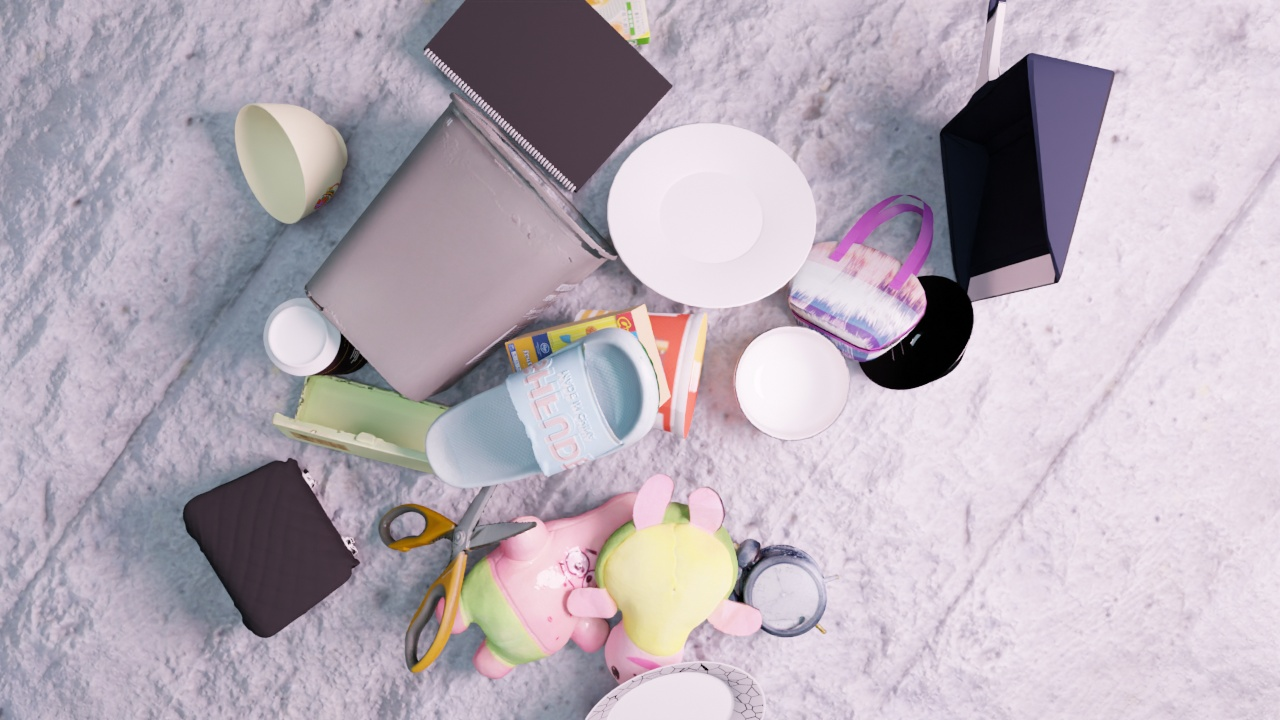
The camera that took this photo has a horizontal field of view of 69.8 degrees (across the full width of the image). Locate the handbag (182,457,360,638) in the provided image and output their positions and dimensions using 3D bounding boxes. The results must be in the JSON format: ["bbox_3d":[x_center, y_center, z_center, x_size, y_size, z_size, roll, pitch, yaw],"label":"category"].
[{"bbox_3d":[-0.368,0.186,0.930,0.124,0.115,0.153,-32,86,-23],"label":"handbag"}]

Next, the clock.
[{"bbox_3d":[0.131,0.230,0.928,0.129,0.052,0.090,12,90,5],"label":"clock"}]

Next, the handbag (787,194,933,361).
[{"bbox_3d":[0.233,-0.092,0.917,0.144,0.068,0.169,31,79,26],"label":"handbag"}]

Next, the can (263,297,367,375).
[{"bbox_3d":[-0.309,-0.021,0.894,0.072,0.128,0.072,0,90,1],"label":"can"}]

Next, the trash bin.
[{"bbox_3d":[-0.170,-0.094,0.869,0.220,0.197,0.197,-43,91,6],"label":"trash bin"}]

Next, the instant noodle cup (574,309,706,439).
[{"bbox_3d":[-0.005,0.005,0.901,0.121,0.123,0.123,9,90,8],"label":"instant noodle cup"}]

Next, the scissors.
[{"bbox_3d":[-0.184,0.190,0.875,0.226,0.016,0.224,-12,64,36],"label":"scissors"}]

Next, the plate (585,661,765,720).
[{"bbox_3d":[0.030,0.355,0.905,0.188,0.016,0.189,-7,124,-11],"label":"plate"}]

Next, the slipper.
[{"bbox_3d":[-0.092,0.056,0.797,0.246,0.074,0.104,-22,96,23],"label":"slipper"}]

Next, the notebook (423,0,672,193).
[{"bbox_3d":[-0.093,-0.294,0.927,0.206,0.016,0.149,43,96,-7],"label":"notebook"}]

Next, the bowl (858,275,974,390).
[{"bbox_3d":[0.283,-0.018,0.912,0.052,0.124,0.124,31,90,-38],"label":"bowl"}]

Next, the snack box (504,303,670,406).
[{"bbox_3d":[-0.048,0.008,0.833,0.126,0.040,0.088,-13,99,21],"label":"snack box"}]

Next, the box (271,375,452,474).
[{"bbox_3d":[-0.259,0.061,0.930,0.188,0.092,0.083,15,67,-2],"label":"box"}]

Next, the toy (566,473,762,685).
[{"bbox_3d":[0.023,0.223,0.892,0.190,0.087,0.238,5,108,-11],"label":"toy"}]

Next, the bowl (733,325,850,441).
[{"bbox_3d":[0.147,0.022,0.920,0.113,0.063,0.113,0,90,0],"label":"bowl"}]

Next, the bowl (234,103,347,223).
[{"bbox_3d":[-0.338,-0.204,0.917,0.073,0.118,0.118,-32,89,-42],"label":"bowl"}]

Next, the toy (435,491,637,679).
[{"bbox_3d":[-0.082,0.215,0.910,0.236,0.097,0.192,-37,122,-11],"label":"toy"}]

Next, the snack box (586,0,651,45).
[{"bbox_3d":[-0.081,-0.381,0.942,0.168,0.027,0.132,-9,91,1],"label":"snack box"}]

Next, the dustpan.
[{"bbox_3d":[0.327,-0.201,0.832,0.080,0.236,0.273,15,90,2],"label":"dustpan"}]

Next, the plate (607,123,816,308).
[{"bbox_3d":[0.071,-0.146,0.922,0.208,0.015,0.208,0,70,-1],"label":"plate"}]
